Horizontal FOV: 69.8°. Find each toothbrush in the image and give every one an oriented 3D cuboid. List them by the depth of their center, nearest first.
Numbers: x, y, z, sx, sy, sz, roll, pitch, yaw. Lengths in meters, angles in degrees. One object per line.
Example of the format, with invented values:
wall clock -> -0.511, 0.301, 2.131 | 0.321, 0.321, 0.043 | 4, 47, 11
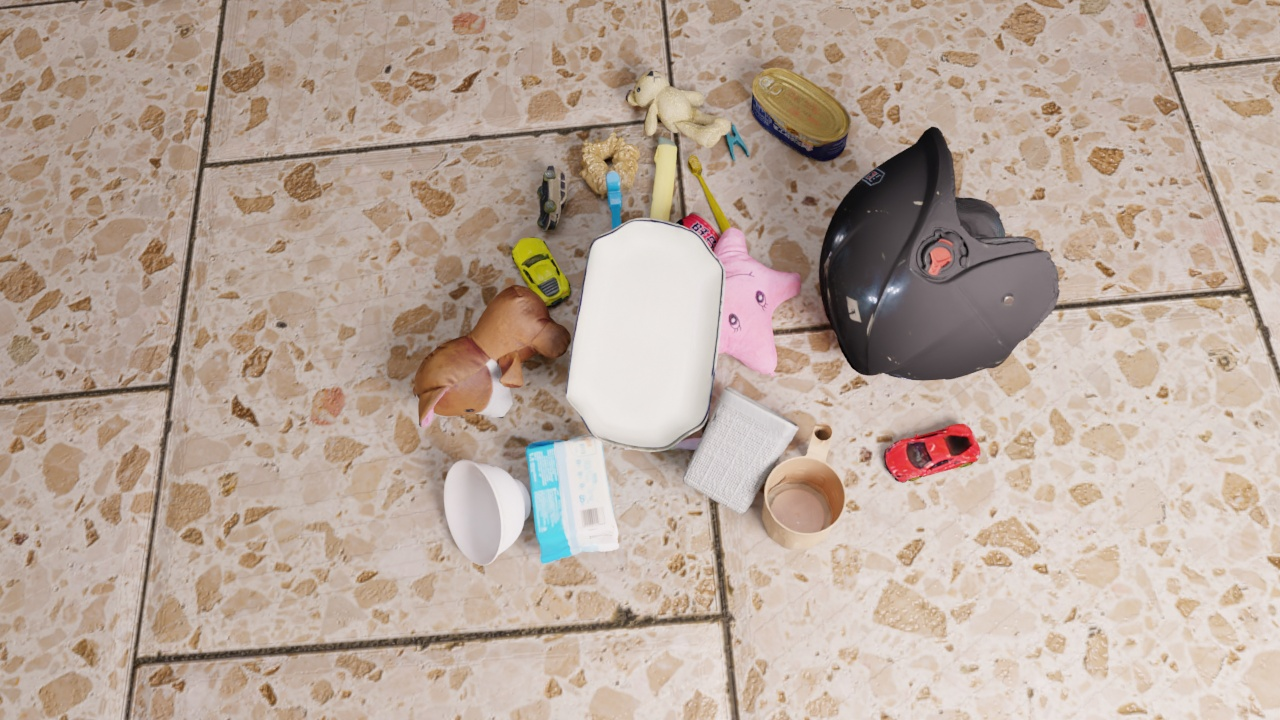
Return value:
toothbrush -> 0.075, 0.094, 1.075 | 0.189, 0.029, 0.021 | -1, 108, 2
toothbrush -> 0.102, -0.190, 1.188 | 0.015, 0.017, 0.190 | -22, 68, -4

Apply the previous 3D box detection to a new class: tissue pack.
tissue pack -> -0.078, 0.153, 1.039 | 0.090, 0.063, 0.140 | -10, 69, -2

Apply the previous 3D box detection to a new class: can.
can -> 0.051, -0.132, 1.142 | 0.066, 0.066, 0.093 | 42, 76, 18
can -> 0.211, -0.326, 1.217 | 0.148, 0.049, 0.074 | 40, 76, 18

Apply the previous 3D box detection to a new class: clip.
clip -> 0.126, -0.292, 1.230 | 0.040, 0.014, 0.056 | -19, 67, -4

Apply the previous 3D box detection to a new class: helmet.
helmet -> 0.309, -0.106, 1.012 | 0.230, 0.233, 0.275 | -21, 108, 12

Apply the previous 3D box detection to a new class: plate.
plate -> 0.006, -0.029, 1.019 | 0.162, 0.034, 0.265 | 10, 75, -8

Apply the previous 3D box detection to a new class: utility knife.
utility knife -> 0.025, -0.204, 1.199 | 0.031, 0.021, 0.206 | 3, 66, 10

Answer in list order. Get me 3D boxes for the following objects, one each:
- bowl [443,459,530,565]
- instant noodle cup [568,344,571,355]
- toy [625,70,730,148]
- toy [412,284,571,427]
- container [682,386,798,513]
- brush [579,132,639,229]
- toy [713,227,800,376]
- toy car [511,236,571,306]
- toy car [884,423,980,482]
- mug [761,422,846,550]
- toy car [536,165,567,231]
bowl -> -0.163, 0.164, 1.032 | 0.064, 0.119, 0.118 | -10, 61, -41
instant noodle cup -> -0.006, 0.006, 1.075 | 0.111, 0.111, 0.120 | -34, 76, -9
toy -> 0.052, -0.335, 1.224 | 0.157, 0.066, 0.105 | 39, 70, 24
toy -> -0.182, 0.005, 1.085 | 0.199, 0.140, 0.130 | -32, 105, -7
container -> 0.107, 0.100, 1.017 | 0.090, 0.090, 0.114 | 29, 93, 8
brush -> -0.034, -0.190, 1.179 | 0.083, 0.046, 0.254 | -5, 62, -1
toy -> 0.117, -0.061, 1.103 | 0.194, 0.075, 0.178 | -34, 90, -19
toy car -> -0.129, -0.117, 1.169 | 0.048, 0.032, 0.105 | -29, 67, -7
toy car -> 0.331, 0.105, 1.044 | 0.106, 0.031, 0.049 | -15, 67, 0
mug -> 0.180, 0.140, 1.001 | 0.084, 0.104, 0.124 | 16, 70, 10
toy car -> -0.115, -0.210, 1.200 | 0.035, 0.042, 0.090 | 8, 61, -16
